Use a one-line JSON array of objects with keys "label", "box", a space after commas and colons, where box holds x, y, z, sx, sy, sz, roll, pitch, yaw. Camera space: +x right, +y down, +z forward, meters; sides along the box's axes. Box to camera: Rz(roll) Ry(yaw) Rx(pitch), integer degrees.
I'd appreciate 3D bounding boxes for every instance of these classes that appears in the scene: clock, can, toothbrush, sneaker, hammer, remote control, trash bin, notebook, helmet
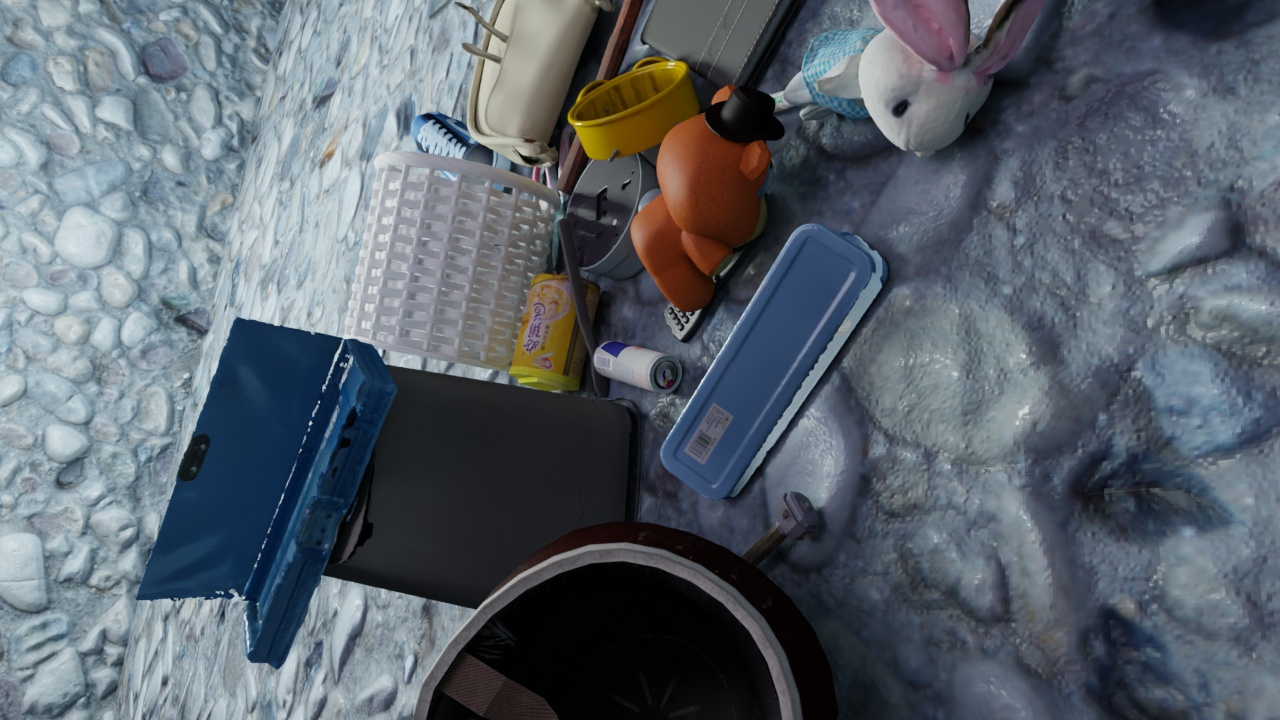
[{"label": "clock", "box": [-0.013, -0.141, 0.841, 0.160, 0.045, 0.122, -28, 54, 45]}, {"label": "can", "box": [-0.005, 0.005, 0.774, 0.095, 0.032, 0.032, 15, 88, 56]}, {"label": "toothbrush", "box": [-0.053, -0.048, 0.832, 0.013, 0.012, 0.167, -15, 87, 58]}, {"label": "sneaker", "box": [-0.244, -0.263, 1.173, 0.083, 0.098, 0.241, -62, 35, 14]}, {"label": "hammer", "box": [-0.025, -0.312, 0.927, 0.111, 0.028, 0.301, -135, 64, -71]}, {"label": "remote control", "box": [0.058, -0.072, 0.741, 0.125, 0.009, 0.046, -56, 37, 23]}, {"label": "can", "box": [-0.080, -0.026, 0.864, 0.068, 0.067, 0.105, 0, 75, 55]}, {"label": "trash bin", "box": [-0.147, 0.110, 0.761, 0.198, 0.220, 0.197, -21, 59, 50]}, {"label": "notebook", "box": [0.080, -0.336, 0.814, 0.170, 0.029, 0.209, -61, 37, 18]}, {"label": "clock", "box": [-0.006, -0.226, 0.819, 0.113, 0.052, 0.151, -22, 30, 6]}, {"label": "hammer", "box": [0.021, 0.203, 0.655, 0.318, 0.028, 0.147, -52, 45, 29]}, {"label": "helmet", "box": [-0.001, 0.209, 0.492, 0.233, 0.253, 0.233, 26, 79, 15]}]

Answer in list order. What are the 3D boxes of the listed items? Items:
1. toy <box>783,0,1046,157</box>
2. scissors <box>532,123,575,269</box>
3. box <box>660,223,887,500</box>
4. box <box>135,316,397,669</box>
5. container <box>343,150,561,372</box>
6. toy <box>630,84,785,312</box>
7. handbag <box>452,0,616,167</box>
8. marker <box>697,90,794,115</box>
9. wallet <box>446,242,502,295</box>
[{"label": "toy", "box": [0.156, -0.177, 0.582, 0.206, 0.131, 0.105, 174, 89, -66]}, {"label": "scissors", "box": [-0.079, -0.180, 0.980, 0.109, 0.016, 0.179, -43, 43, 36]}, {"label": "box", "box": [0.096, 0.004, 0.644, 0.069, 0.063, 0.210, 37, 112, 17]}, {"label": "box", "box": [-0.268, 0.091, 0.645, 0.094, 0.110, 0.232, 41, 110, 55]}, {"label": "container", "box": [-0.191, -0.095, 0.934, 0.190, 0.189, 0.187, 10, 89, 56]}, {"label": "toy", "box": [0.048, -0.125, 0.689, 0.176, 0.096, 0.112, 106, 157, -47]}, {"label": "handbag", "box": [-0.129, -0.335, 1.014, 0.184, 0.131, 0.229, 20, 90, 53]}, {"label": "marker", "box": [0.077, -0.205, 0.767, 0.146, 0.017, 0.017, 4, 79, 56]}, {"label": "wallet", "box": [-0.201, -0.097, 1.108, 0.123, 0.019, 0.072, -41, 45, 38]}]
